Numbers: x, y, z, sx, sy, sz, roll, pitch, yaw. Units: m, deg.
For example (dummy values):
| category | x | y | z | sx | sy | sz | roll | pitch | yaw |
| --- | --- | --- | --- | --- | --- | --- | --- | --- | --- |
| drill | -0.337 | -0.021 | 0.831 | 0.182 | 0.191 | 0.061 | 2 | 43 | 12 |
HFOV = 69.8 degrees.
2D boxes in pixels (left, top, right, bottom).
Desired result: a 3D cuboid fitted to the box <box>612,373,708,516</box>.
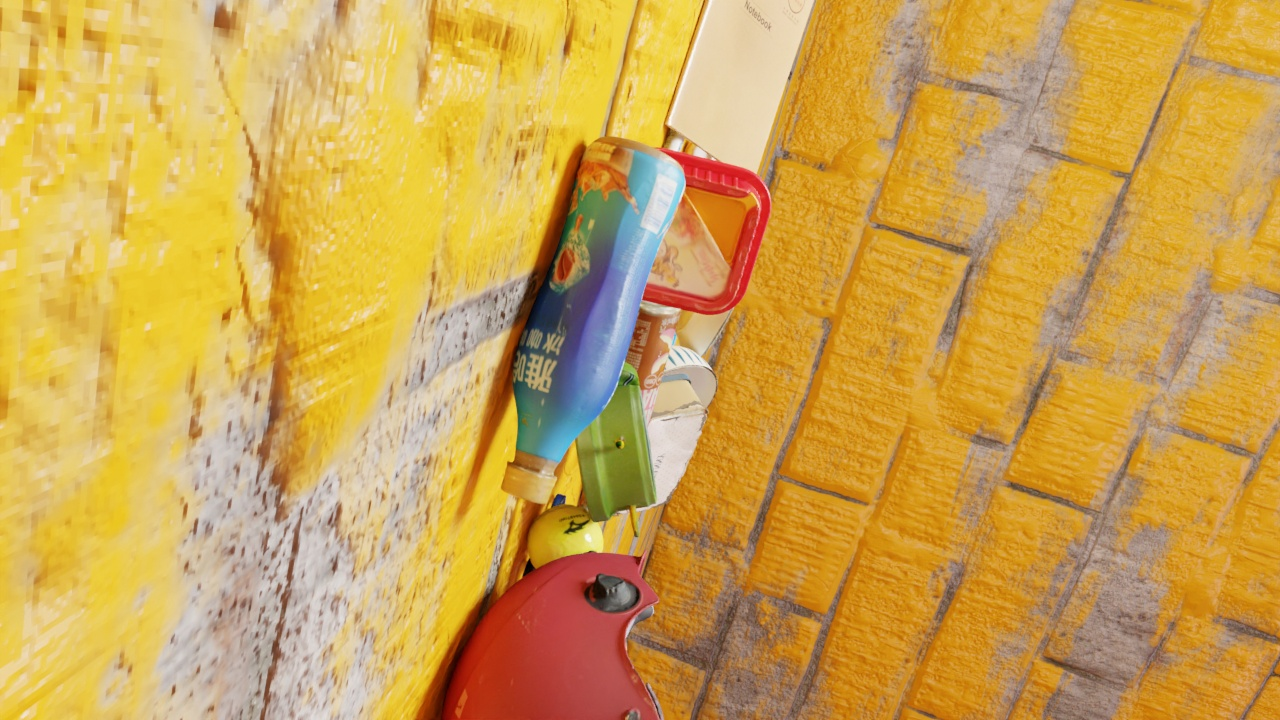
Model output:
| category | x | y | z | sx | sy | sz | roll | pitch | yaw |
| --- | --- | --- | --- | --- | --- | --- | --- | --- | --- |
| box | 0.009 | 0.092 | 1.013 | 0.061 | 0.089 | 0.185 | 57 | -39 | 38 |

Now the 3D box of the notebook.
| category | x | y | z | sx | sy | sz | roll | pitch | yaw |
| --- | --- | --- | --- | --- | --- | --- | --- | --- | --- |
| notebook | 0.098 | -0.288 | 0.849 | 0.147 | 0.008 | 0.207 | 19 | 90 | -51 |

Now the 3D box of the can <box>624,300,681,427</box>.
| category | x | y | z | sx | sy | sz | roll | pitch | yaw |
| --- | --- | --- | --- | --- | --- | --- | --- | --- | --- |
| can | -0.005 | 0.005 | 0.894 | 0.057 | 0.058 | 0.147 | -56 | 163 | -66 |

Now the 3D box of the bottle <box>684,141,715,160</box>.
| category | x | y | z | sx | sy | sz | roll | pitch | yaw |
| --- | --- | --- | --- | --- | --- | --- | --- | --- | --- |
| bottle | 0.080 | -0.209 | 0.996 | 0.108 | 0.063 | 0.063 | -7 | 115 | -83 |

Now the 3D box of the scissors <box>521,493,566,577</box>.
| category | x | y | z | sx | sy | sz | roll | pitch | yaw |
| --- | --- | --- | --- | --- | --- | --- | --- | --- | --- |
| scissors | -0.095 | 0.196 | 0.872 | 0.160 | 0.012 | 0.164 | -58 | 166 | -71 |

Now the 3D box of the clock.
| category | x | y | z | sx | sy | sz | roll | pitch | yaw |
| --- | --- | --- | --- | --- | --- | --- | --- | --- | --- |
| clock | -0.021 | 0.066 | 0.783 | 0.161 | 0.056 | 0.116 | -96 | 178 | -62 |

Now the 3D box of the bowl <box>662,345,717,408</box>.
| category | x | y | z | sx | sy | sz | roll | pitch | yaw |
| --- | --- | --- | --- | --- | --- | --- | --- | --- | --- |
| bowl | 0.023 | 0.026 | 1.051 | 0.117 | 0.116 | 0.066 | 101 | -32 | -44 |

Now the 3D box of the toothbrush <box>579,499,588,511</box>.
| category | x | y | z | sx | sy | sz | roll | pitch | yaw |
| --- | --- | --- | --- | --- | --- | --- | --- | --- | --- |
| toothbrush | -0.069 | 0.189 | 1.001 | 0.188 | 0.021 | 0.029 | -63 | 146 | -65 |

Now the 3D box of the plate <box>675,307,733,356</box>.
| category | x | y | z | sx | sy | sz | roll | pitch | yaw |
| --- | --- | --- | --- | --- | --- | --- | --- | --- | --- |
| plate | 0.080 | -0.111 | 1.127 | 0.265 | 0.034 | 0.162 | -86 | -159 | -55 |

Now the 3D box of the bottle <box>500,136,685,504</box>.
| category | x | y | z | sx | sy | sz | roll | pitch | yaw |
| --- | --- | --- | --- | --- | --- | --- | --- | --- | --- |
| bottle | -0.035 | -0.022 | 0.552 | 0.065 | 0.065 | 0.218 | 32 | 76 | -83 |

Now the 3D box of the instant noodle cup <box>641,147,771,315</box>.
| category | x | y | z | sx | sy | sz | roll | pitch | yaw |
| --- | --- | --- | --- | --- | --- | --- | --- | --- | --- |
| instant noodle cup | 0.033 | -0.112 | 0.722 | 0.124 | 0.116 | 0.117 | -86 | -170 | -65 |

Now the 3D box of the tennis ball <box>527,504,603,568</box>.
| category | x | y | z | sx | sy | sz | roll | pitch | yaw |
| --- | --- | --- | --- | --- | --- | --- | --- | --- | --- |
| tennis ball | -0.064 | 0.155 | 0.783 | 0.065 | 0.065 | 0.065 | 20 | 88 | -83 |

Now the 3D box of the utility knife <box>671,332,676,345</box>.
| category | x | y | z | sx | sy | sz | roll | pitch | yaw |
| --- | --- | --- | --- | --- | --- | --- | --- | --- | --- |
| utility knife | 0.035 | -0.044 | 1.271 | 0.187 | 0.018 | 0.034 | 39 | 70 | -81 |

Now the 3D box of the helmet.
| category | x | y | z | sx | sy | sz | roll | pitch | yaw |
| --- | --- | --- | --- | --- | --- | --- | --- | --- | --- |
| helmet | -0.069 | 0.242 | 0.676 | 0.239 | 0.144 | 0.207 | -86 | -172 | -54 |

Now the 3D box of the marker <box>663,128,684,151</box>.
| category | x | y | z | sx | sy | sz | roll | pitch | yaw |
| --- | --- | --- | --- | --- | --- | --- | --- | --- | --- |
| marker | 0.014 | -0.152 | 0.815 | 0.017 | 0.017 | 0.145 | 84 | 25 | -74 |
